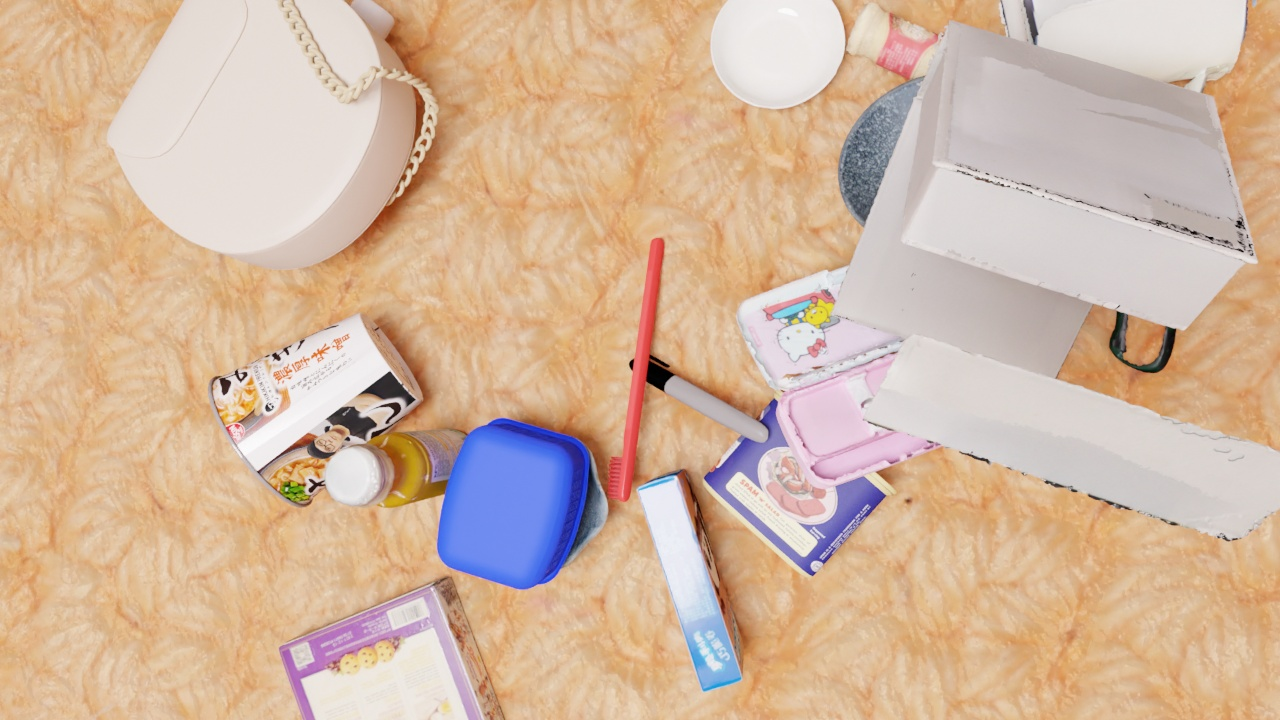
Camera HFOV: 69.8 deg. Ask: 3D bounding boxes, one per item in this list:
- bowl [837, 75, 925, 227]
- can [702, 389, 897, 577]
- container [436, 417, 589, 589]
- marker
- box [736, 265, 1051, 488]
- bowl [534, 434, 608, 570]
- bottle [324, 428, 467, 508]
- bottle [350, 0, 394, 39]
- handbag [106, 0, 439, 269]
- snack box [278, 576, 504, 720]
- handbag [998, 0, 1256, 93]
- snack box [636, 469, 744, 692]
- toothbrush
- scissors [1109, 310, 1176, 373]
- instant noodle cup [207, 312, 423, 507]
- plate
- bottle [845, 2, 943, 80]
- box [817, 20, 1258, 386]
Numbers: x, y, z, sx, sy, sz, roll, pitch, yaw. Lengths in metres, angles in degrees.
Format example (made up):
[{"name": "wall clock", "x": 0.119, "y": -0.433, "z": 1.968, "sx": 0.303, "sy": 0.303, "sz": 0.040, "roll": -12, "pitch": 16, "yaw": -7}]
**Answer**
[{"name": "bowl", "x": 0.221, "y": -0.138, "z": 0.681, "sx": 0.137, "sy": 0.057, "sz": 0.137, "roll": -10, "pitch": 69, "yaw": 26}, {"name": "can", "x": 0.117, "y": 0.093, "z": 0.694, "sx": 0.116, "sy": 0.056, "sz": 0.092, "roll": 42, "pitch": 95, "yaw": 8}, {"name": "container", "x": -0.094, "y": 0.105, "z": 0.666, "sx": 0.096, "sy": 0.058, "sz": 0.114, "roll": 15, "pitch": 90, "yaw": 8}, {"name": "marker", "x": 0.043, "y": 0.026, "z": 0.701, "sx": 0.139, "sy": 0.016, "sz": 0.022, "roll": 28, "pitch": 106, "yaw": 35}, {"name": "box", "x": 0.183, "y": -0.003, "z": 0.671, "sx": 0.201, "sy": 0.038, "sz": 0.152, "roll": -18, "pitch": 68, "yaw": -13}, {"name": "bowl", "x": -0.077, "y": 0.108, "z": 0.721, "sx": 0.110, "sy": 0.055, "sz": 0.110, "roll": 0, "pitch": 87, "yaw": 8}, {"name": "bottle", "x": -0.170, "y": 0.079, "z": 0.670, "sx": 0.053, "sy": 0.186, "sz": 0.053, "roll": 0, "pitch": 87, "yaw": 8}, {"name": "bottle", "x": -0.266, "y": -0.222, "z": 0.769, "sx": 0.084, "sy": 0.046, "sz": 0.174, "roll": 33, "pitch": 92, "yaw": 8}, {"name": "handbag", "x": -0.285, "y": -0.182, "z": 0.694, "sx": 0.208, "sy": 0.103, "sz": 0.210, "roll": 31, "pitch": 90, "yaw": 12}, {"name": "snack box", "x": -0.197, "y": 0.270, "z": 0.738, "sx": 0.143, "sy": 0.040, "sz": 0.148, "roll": -23, "pitch": 84, "yaw": 7}, {"name": "handbag", "x": 0.355, "y": -0.221, "z": 0.665, "sx": 0.151, "sy": 0.074, "sz": 0.176, "roll": -7, "pitch": 87, "yaw": 8}, {"name": "snack box", "x": 0.040, "y": 0.159, "z": 0.686, "sx": 0.034, "sy": 0.087, "sz": 0.151, "roll": -19, "pitch": 84, "yaw": 6}, {"name": "toothbrush", "x": -0.004, "y": 0.004, "z": 0.719, "sx": 0.018, "sy": 0.012, "sz": 0.212, "roll": -1, "pitch": 74, "yaw": 33}, {"name": "scissors", "x": 0.335, "y": -0.070, "z": 0.667, "sx": 0.202, "sy": 0.015, "sz": 0.202, "roll": -34, "pitch": 99, "yaw": 6}, {"name": "instant noodle cup", "x": -0.247, "y": 0.031, "z": 0.725, "sx": 0.121, "sy": 0.124, "sz": 0.123, "roll": -34, "pitch": 83, "yaw": -4}, {"name": "plate", "x": 0.108, "y": -0.247, "z": 0.726, "sx": 0.104, "sy": 0.026, "sz": 0.104, "roll": 0, "pitch": 87, "yaw": 7}, {"name": "bottle", "x": 0.213, "y": -0.234, "z": 0.702, "sx": 0.109, "sy": 0.044, "sz": 0.044, "roll": 29, "pitch": 91, "yaw": 9}, {"name": "box", "x": 0.232, "y": -0.062, "z": 0.664, "sx": 0.167, "sy": 0.423, "sz": 0.173, "roll": 19, "pitch": 72, "yaw": 5}]
